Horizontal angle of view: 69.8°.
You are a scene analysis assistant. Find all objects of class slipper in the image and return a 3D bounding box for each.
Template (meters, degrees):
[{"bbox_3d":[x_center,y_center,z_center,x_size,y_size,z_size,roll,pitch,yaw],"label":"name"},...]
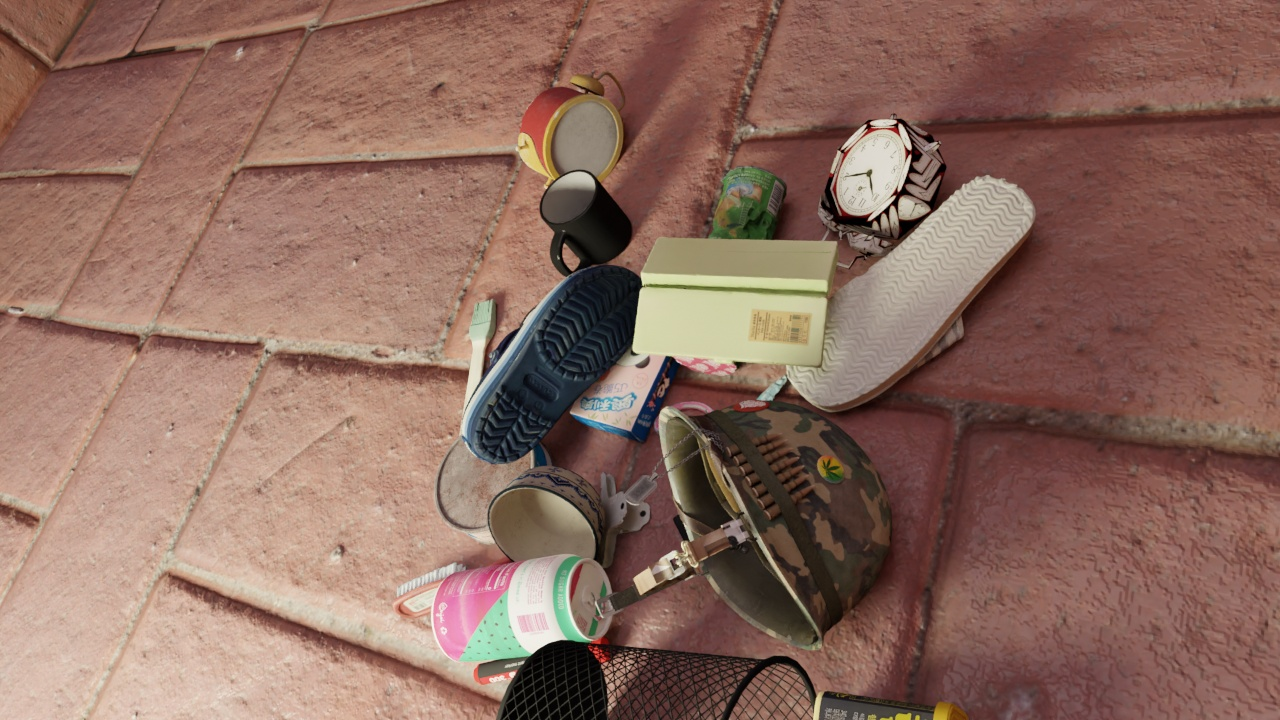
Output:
[{"bbox_3d":[0.254,-0.059,0.861,0.273,0.054,0.114,-44,52,8],"label":"slipper"},{"bbox_3d":[-0.100,-0.006,0.964,0.252,0.105,0.095,-50,30,-9],"label":"slipper"}]

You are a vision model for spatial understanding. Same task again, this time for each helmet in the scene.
[{"bbox_3d":[0.081,0.135,0.756,0.224,0.193,0.235,45,70,9],"label":"helmet"}]

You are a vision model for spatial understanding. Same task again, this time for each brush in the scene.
[{"bbox_3d":[-0.185,0.228,0.967,0.172,0.041,0.030,-23,39,14],"label":"brush"},{"bbox_3d":[-0.200,0.022,1.108,0.033,0.012,0.217,-11,60,25],"label":"brush"}]

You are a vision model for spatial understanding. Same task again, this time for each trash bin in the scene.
[{"bbox_3d":[0.008,0.310,0.723,0.211,0.184,0.183,-1,63,36],"label":"trash bin"}]

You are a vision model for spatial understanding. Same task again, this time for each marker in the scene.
[{"bbox_3d":[-0.097,0.293,0.887,0.145,0.021,0.023,-19,86,20],"label":"marker"}]

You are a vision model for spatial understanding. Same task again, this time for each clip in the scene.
[{"bbox_3d":[-0.023,0.153,0.918,0.054,0.041,0.101,-22,54,33],"label":"clip"}]

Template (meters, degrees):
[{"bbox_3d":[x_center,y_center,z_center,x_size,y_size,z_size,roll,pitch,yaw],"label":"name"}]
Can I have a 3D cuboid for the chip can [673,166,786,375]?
[{"bbox_3d":[0.095,-0.098,0.965,0.076,0.075,0.222,5,66,32],"label":"chip can"}]

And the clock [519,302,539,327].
[{"bbox_3d":[-0.099,-0.035,1.060,0.091,0.044,0.122,0,64,30],"label":"clock"}]

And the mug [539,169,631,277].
[{"bbox_3d":[-0.070,-0.153,1.082,0.078,0.088,0.113,11,69,34],"label":"mug"}]

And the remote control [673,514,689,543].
[{"bbox_3d":[0.099,0.124,0.873,0.150,0.013,0.034,-36,47,8],"label":"remote control"}]

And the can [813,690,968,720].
[{"bbox_3d":[0.181,0.318,0.679,0.101,0.072,0.130,-3,62,32],"label":"can"}]

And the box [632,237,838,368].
[{"bbox_3d":[0.089,-0.063,0.883,0.188,0.048,0.140,6,69,20],"label":"box"}]

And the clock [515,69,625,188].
[{"bbox_3d":[-0.082,-0.296,1.156,0.158,0.117,0.081,-48,47,-9],"label":"clock"}]

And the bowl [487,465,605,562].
[{"bbox_3d":[-0.086,0.153,0.908,0.116,0.115,0.059,-10,26,25],"label":"bowl"}]

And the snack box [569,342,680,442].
[{"bbox_3d":[-0.006,0.006,0.990,0.088,0.033,0.154,13,70,36],"label":"snack box"}]

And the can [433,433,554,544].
[{"bbox_3d":[-0.159,0.131,0.999,0.130,0.044,0.129,-14,57,23],"label":"can"}]

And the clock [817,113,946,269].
[{"bbox_3d":[0.237,-0.161,0.917,0.155,0.065,0.114,-60,34,22],"label":"clock"}]

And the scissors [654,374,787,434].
[{"bbox_3d":[0.082,0.084,0.897,0.171,0.014,0.167,-5,54,30],"label":"scissors"}]

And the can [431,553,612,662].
[{"bbox_3d":[-0.115,0.237,0.878,0.166,0.088,0.088,-15,57,28],"label":"can"}]
